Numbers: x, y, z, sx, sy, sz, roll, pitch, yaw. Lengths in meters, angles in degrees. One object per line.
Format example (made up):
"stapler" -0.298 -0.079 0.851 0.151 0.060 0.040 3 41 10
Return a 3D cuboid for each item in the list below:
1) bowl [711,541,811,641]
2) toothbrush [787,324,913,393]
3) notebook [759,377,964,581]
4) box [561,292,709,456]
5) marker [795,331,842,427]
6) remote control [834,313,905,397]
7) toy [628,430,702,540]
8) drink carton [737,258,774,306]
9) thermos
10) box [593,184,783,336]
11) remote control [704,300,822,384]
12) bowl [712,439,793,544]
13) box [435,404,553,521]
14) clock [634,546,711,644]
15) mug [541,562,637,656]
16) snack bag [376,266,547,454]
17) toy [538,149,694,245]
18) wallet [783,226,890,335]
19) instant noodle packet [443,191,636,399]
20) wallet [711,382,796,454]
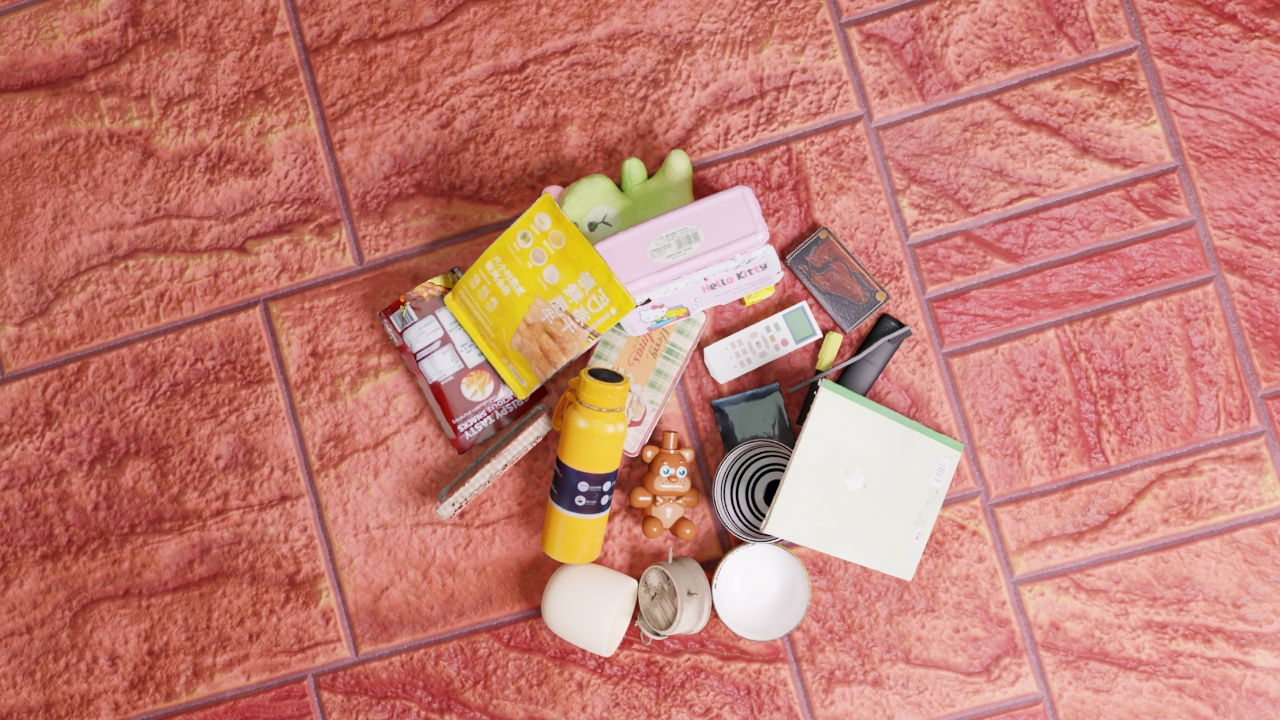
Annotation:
"bowl" 0.144 0.272 1.107 0.117 0.067 0.117 0 88 5
"toothbrush" 0.254 0.000 1.115 0.167 0.013 0.013 -27 92 4
"notebook" 0.264 0.144 1.057 0.252 0.010 0.182 22 90 -31
"box" -0.007 0.007 1.142 0.117 0.051 0.205 29 90 5
"marker" 0.219 0.024 1.134 0.021 0.017 0.124 20 91 -39
"remote control" 0.275 0.012 1.129 0.041 0.020 0.152 34 89 7
"toy" 0.035 0.151 1.120 0.095 0.065 0.128 3 96 -17
"drink carton" 0.122 -0.136 1.130 0.043 0.058 0.134 -23 87 4
"thermos" -0.071 0.122 1.091 0.091 0.076 0.233 13 110 3
"box" 0.054 -0.106 1.052 0.202 0.077 0.146 -21 111 10
"remote control" 0.149 -0.020 1.140 0.143 0.024 0.049 -26 85 6
"bowl" 0.153 0.157 1.085 0.120 0.066 0.120 -7 75 27
"box" -0.179 0.126 1.143 0.187 0.082 0.041 -41 95 1
"clock" 0.028 0.297 1.109 0.093 0.054 0.141 56 130 38
"mug" -0.068 0.303 1.118 0.100 0.096 0.120 17 131 17
"snack bag" -0.226 -0.003 1.156 0.139 0.067 0.208 -33 88 -8
"toy" -0.021 -0.171 1.127 0.197 0.107 0.150 -13 86 13
"wallet" 0.242 -0.099 1.137 0.072 0.019 0.123 -41 85 -2
"instant noodle packet" -0.112 -0.076 1.072 0.163 0.084 0.222 53 135 0
"wallet" 0.145 0.092 1.135 0.089 0.026 0.115 -18 86 6
